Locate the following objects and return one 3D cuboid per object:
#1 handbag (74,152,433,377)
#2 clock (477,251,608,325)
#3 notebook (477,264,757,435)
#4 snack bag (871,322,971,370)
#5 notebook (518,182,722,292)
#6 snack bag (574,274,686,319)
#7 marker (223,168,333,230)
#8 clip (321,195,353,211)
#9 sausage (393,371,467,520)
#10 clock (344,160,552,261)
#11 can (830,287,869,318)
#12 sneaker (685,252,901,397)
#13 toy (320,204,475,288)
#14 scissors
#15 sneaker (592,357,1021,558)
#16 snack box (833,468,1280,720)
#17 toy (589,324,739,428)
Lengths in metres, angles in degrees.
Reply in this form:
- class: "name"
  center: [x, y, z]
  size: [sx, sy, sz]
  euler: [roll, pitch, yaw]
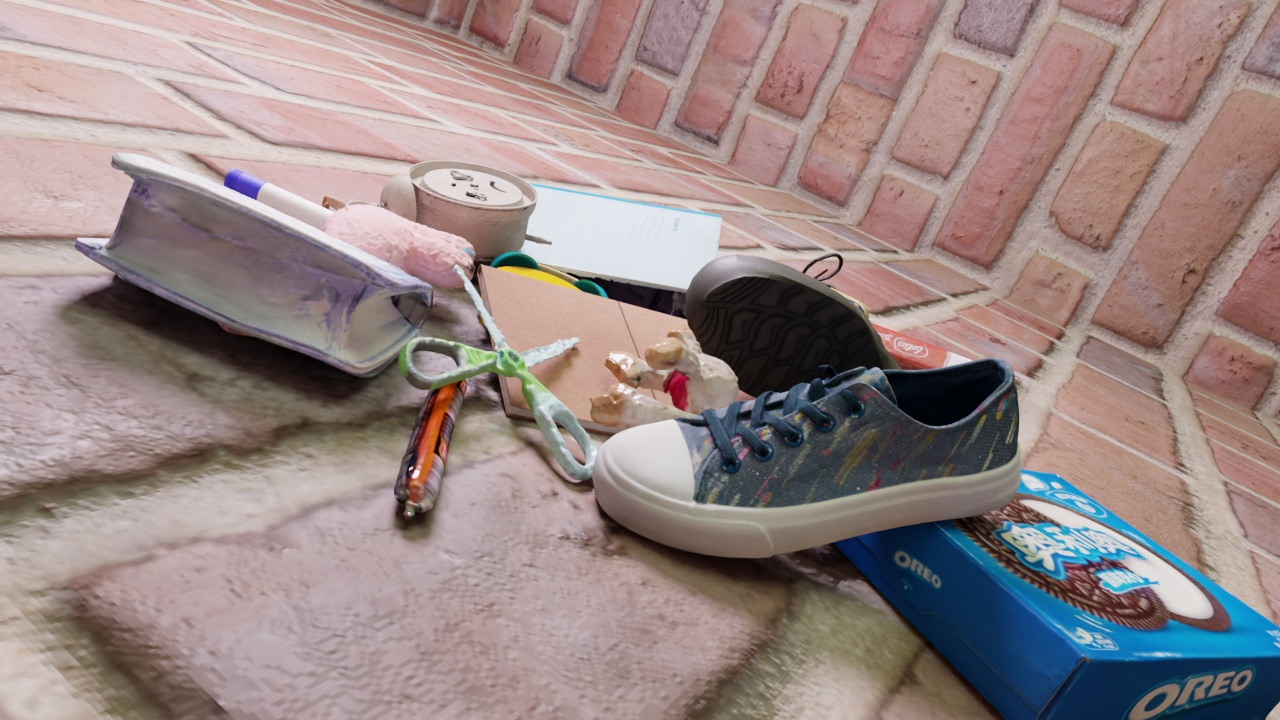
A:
- class: "handbag"
  center: [-0.202, -0.048, 0.505]
  size: [0.158, 0.069, 0.126]
  euler: [23, 3, -4]
- class: "clock"
  center: [-0.073, -0.043, 0.684]
  size: [0.099, 0.044, 0.129]
  euler: [22, 25, -3]
- class: "notebook"
  center: [-0.004, 0.004, 0.625]
  size: [0.209, 0.008, 0.141]
  euler: [13, 36, -29]
- class: "snack bag"
  center: [0.182, -0.006, 0.810]
  size: [0.225, 0.078, 0.041]
  euler: [20, 57, 10]
- class: "notebook"
  center: [-0.054, -0.119, 0.828]
  size: [0.253, 0.009, 0.180]
  euler: [10, 30, 2]
- class: "snack bag"
  center: [-0.015, -0.097, 0.884]
  size: [0.205, 0.058, 0.096]
  euler: [37, 23, 35]
- class: "marker"
  center: [-0.246, -0.109, 0.694]
  size: [0.141, 0.020, 0.020]
  euler: [24, 18, 3]
- class: "clip"
  center: [-0.237, -0.119, 0.727]
  size: [0.052, 0.026, 0.058]
  euler: [22, 17, 1]
- class: "sausage"
  center: [-0.102, 0.035, 0.454]
  size: [0.020, 0.020, 0.155]
  euler: [20, 18, -12]
- class: "clock"
  center: [-0.156, -0.115, 0.730]
  size: [0.156, 0.061, 0.103]
  euler: [-5, 33, -34]
- class: "can"
  center: [0.187, -0.050, 1.004]
  size: [0.116, 0.057, 0.092]
  euler: [27, 19, 11]
- class: "sneaker"
  center: [0.116, -0.034, 0.686]
  size: [0.238, 0.101, 0.142]
  euler: [34, 24, -38]
- class: "toy"
  center: [-0.164, -0.074, 0.623]
  size: [0.105, 0.053, 0.108]
  euler: [7, 16, -14]
- class: "scissors"
  center: [-0.072, 0.005, 0.525]
  size: [0.172, 0.023, 0.171]
  euler: [41, 25, 15]
- class: "sneaker"
  center: [0.093, 0.042, 0.477]
  size: [0.235, 0.079, 0.087]
  euler: [-3, 31, -8]
- class: "snack box"
  center: [0.243, 0.130, 0.548]
  size: [0.238, 0.056, 0.195]
  euler: [10, 21, -32]
- class: "toy"
  center: [0.028, 0.029, 0.556]
  size: [0.106, 0.074, 0.085]
  euler: [43, 10, -11]
